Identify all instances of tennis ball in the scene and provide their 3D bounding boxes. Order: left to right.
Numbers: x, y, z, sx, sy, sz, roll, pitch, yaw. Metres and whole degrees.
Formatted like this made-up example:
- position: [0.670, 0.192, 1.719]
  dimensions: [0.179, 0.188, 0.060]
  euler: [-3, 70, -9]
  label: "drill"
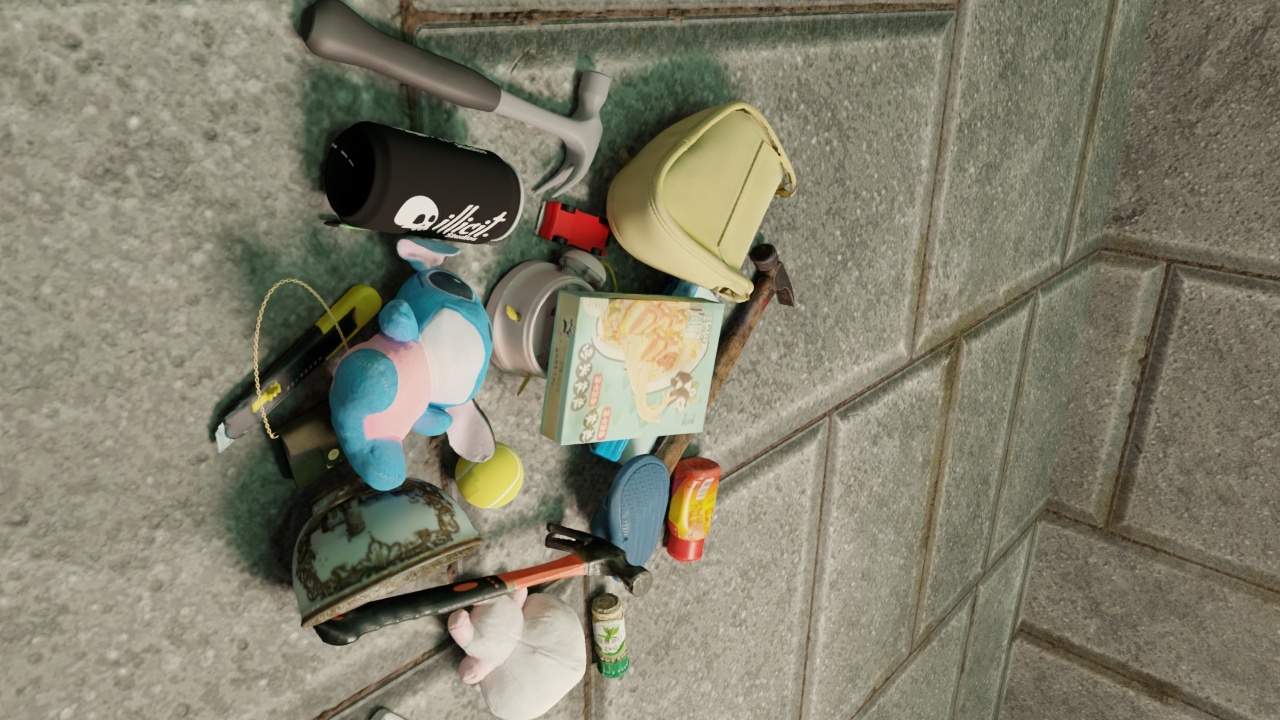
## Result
- position: [-0.146, 0.110, 0.887]
  dimensions: [0.065, 0.065, 0.065]
  euler: [-24, 123, -43]
  label: "tennis ball"

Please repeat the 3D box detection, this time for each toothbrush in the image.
- position: [-0.186, -0.109, 0.786]
  dimensions: [0.187, 0.014, 0.017]
  euler: [-5, 117, -49]
  label: "toothbrush"

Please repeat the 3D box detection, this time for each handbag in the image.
- position: [-0.258, 0.016, 0.715]
  dimensions: [0.083, 0.027, 0.178]
  euler: [-36, 141, -40]
  label: "handbag"
- position: [0.072, -0.177, 0.974]
  dimensions: [0.191, 0.089, 0.232]
  euler: [46, 53, -26]
  label: "handbag"

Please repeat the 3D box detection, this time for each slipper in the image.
- position: [-0.013, 0.179, 1.063]
  dimensions: [0.103, 0.059, 0.214]
  euler: [-42, 151, -31]
  label: "slipper"

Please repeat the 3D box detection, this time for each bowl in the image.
- position: [-0.223, 0.145, 0.768]
  dimensions: [0.159, 0.160, 0.094]
  euler: [-17, 77, -46]
  label: "bowl"

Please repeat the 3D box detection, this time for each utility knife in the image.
- position: [-0.272, 0.004, 0.727]
  dimensions: [0.174, 0.020, 0.029]
  euler: [-50, 136, -23]
  label: "utility knife"

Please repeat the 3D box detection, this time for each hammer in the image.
- position: [-0.143, -0.225, 0.777]
  dimensions: [0.310, 0.029, 0.125]
  euler: [7, 99, -51]
  label: "hammer"
- position: [-0.154, 0.223, 0.901]
  dimensions: [0.332, 0.133, 0.033]
  euler: [-5, 112, -41]
  label: "hammer"
- position: [0.105, 0.013, 1.171]
  dimensions: [0.329, 0.033, 0.120]
  euler: [-58, 142, -18]
  label: "hammer"

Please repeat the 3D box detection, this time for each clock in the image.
- position: [-0.079, -0.044, 0.907]
  dimensions: [0.157, 0.059, 0.117]
  euler: [-35, 130, -38]
  label: "clock"

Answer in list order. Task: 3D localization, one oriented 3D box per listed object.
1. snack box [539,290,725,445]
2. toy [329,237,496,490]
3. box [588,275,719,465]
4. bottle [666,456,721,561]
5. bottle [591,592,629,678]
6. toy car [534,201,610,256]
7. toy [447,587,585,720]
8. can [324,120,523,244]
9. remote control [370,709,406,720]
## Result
- position: [-0.005, 0.005, 0.916]
  dimensions: [0.193, 0.044, 0.141]
  euler: [-1, 105, -42]
  label: "snack box"
- position: [-0.182, 0.016, 0.752]
  dimensions: [0.190, 0.099, 0.224]
  euler: [-63, 157, -51]
  label: "toy"
- position: [0.015, 0.005, 1.057]
  dimensions: [0.243, 0.060, 0.175]
  euler: [-64, 166, -8]
  label: "box"
- position: [0.067, 0.196, 1.196]
  dimensions: [0.071, 0.048, 0.134]
  euler: [-8, 111, -49]
  label: "bottle"
- position: [-0.038, 0.341, 1.139]
  dimensions: [0.042, 0.043, 0.110]
  euler: [-29, 126, -41]
  label: "bottle"
- position: [-0.063, -0.131, 0.917]
  dimensions: [0.089, 0.025, 0.038]
  euler: [10, 97, -53]
  label: "toy car"
- position: [-0.132, 0.300, 0.969]
  dimensions: [0.179, 0.102, 0.138]
  euler: [46, 56, -31]
  label: "toy"
- position: [-0.171, -0.139, 0.737]
  dimensions: [0.145, 0.080, 0.080]
  euler: [1, 105, -51]
  label: "can"
- position: [-0.237, 0.399, 0.935]
  dimensions: [0.050, 0.022, 0.133]
  euler: [-55, 139, -20]
  label: "remote control"
